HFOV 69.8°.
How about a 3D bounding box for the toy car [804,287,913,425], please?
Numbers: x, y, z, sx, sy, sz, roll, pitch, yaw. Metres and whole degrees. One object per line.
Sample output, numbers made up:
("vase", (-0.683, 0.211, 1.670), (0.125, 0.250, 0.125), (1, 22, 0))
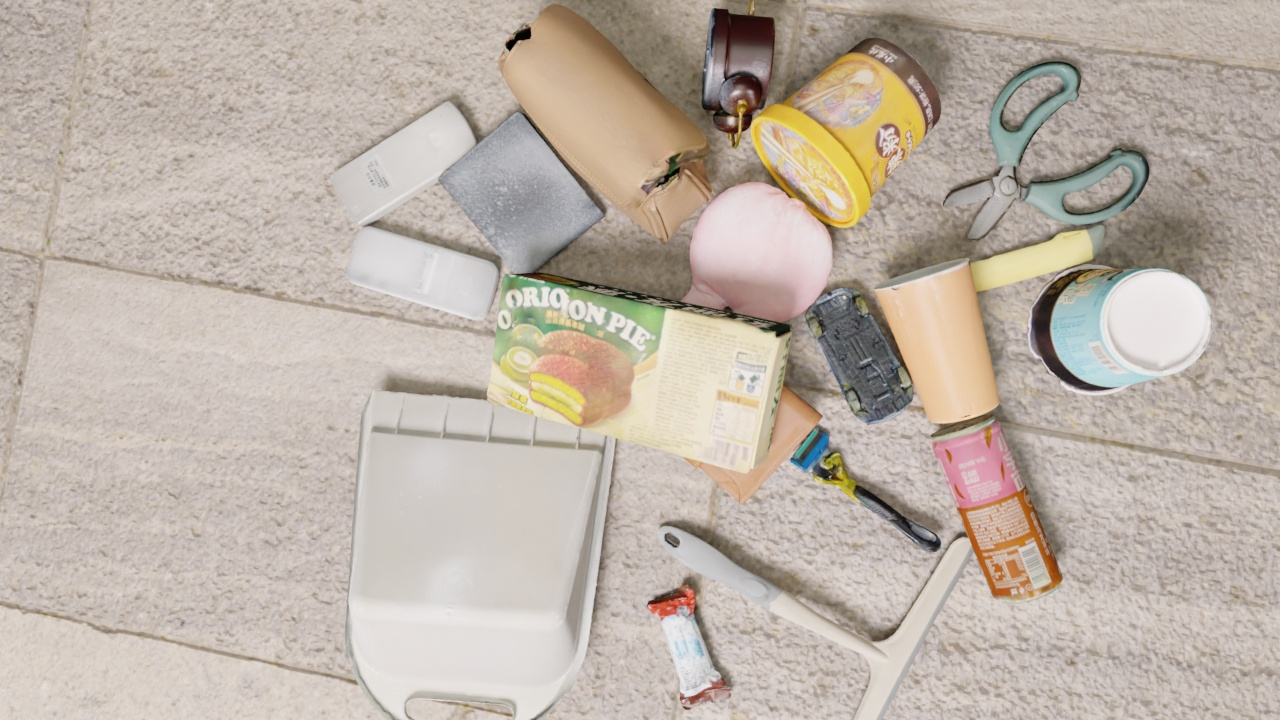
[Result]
("toy car", (0.186, -0.004, 0.782), (0.054, 0.037, 0.120), (-27, 76, 5))

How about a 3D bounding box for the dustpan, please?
("dustpan", (-0.143, 0.177, 0.785), (0.222, 0.143, 0.257), (5, 50, -2))

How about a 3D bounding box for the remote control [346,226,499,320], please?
("remote control", (-0.196, -0.079, 0.827), (0.136, 0.020, 0.056), (16, 89, 6))

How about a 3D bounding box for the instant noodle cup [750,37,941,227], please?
("instant noodle cup", (0.172, -0.190, 0.752), (0.114, 0.118, 0.118), (-44, 85, -6))

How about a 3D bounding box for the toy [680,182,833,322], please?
("toy", (0.089, -0.069, 0.784), (0.121, 0.054, 0.160), (33, 104, 5))

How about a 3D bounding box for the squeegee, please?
("squeegee", (0.123, 0.205, 0.781), (0.246, 0.039, 0.246), (29, 91, 6))

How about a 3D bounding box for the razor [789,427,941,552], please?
("razor", (0.194, 0.116, 0.782), (0.143, 0.022, 0.042), (37, 64, 10))

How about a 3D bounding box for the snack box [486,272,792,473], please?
("snack box", (-0.004, 0.004, 0.748), (0.240, 0.063, 0.114), (13, 102, 21))

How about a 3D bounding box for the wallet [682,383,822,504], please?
("wallet", (0.070, 0.044, 0.779), (0.132, 0.031, 0.108), (41, 110, 5))

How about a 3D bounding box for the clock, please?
("clock", (0.081, -0.240, 0.774), (0.055, 0.082, 0.122), (4, 82, -1))

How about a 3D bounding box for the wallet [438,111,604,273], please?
("wallet", (-0.106, -0.146, 0.815), (0.097, 0.019, 0.121), (-39, 94, 1))

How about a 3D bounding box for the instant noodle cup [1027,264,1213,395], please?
("instant noodle cup", (0.380, -0.028, 0.720), (0.111, 0.120, 0.111), (0, 88, 5))

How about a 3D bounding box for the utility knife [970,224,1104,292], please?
("utility knife", (0.307, -0.079, 0.781), (0.175, 0.019, 0.031), (-15, 84, 4))

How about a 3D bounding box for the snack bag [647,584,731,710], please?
("snack bag", (0.041, 0.249, 0.793), (0.045, 0.026, 0.105), (-20, 88, 4))

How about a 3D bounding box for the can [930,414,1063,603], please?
("can", (0.293, 0.122, 0.757), (0.058, 0.058, 0.147), (-21, 87, 4))

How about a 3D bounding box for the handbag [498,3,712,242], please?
("handbag", (-0.025, -0.197, 0.750), (0.204, 0.147, 0.100), (44, 94, 1))

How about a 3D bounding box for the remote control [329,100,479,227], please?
("remote control", (-0.212, -0.178, 0.832), (0.135, 0.019, 0.056), (-31, 86, 3))

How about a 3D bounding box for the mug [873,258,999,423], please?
("mug", (0.249, -0.015, 0.756), (0.078, 0.078, 0.123), (-19, 96, 4))

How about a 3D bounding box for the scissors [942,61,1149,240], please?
("scissors", (0.351, -0.158, 0.779), (0.176, 0.019, 0.174), (32, 90, 5))
